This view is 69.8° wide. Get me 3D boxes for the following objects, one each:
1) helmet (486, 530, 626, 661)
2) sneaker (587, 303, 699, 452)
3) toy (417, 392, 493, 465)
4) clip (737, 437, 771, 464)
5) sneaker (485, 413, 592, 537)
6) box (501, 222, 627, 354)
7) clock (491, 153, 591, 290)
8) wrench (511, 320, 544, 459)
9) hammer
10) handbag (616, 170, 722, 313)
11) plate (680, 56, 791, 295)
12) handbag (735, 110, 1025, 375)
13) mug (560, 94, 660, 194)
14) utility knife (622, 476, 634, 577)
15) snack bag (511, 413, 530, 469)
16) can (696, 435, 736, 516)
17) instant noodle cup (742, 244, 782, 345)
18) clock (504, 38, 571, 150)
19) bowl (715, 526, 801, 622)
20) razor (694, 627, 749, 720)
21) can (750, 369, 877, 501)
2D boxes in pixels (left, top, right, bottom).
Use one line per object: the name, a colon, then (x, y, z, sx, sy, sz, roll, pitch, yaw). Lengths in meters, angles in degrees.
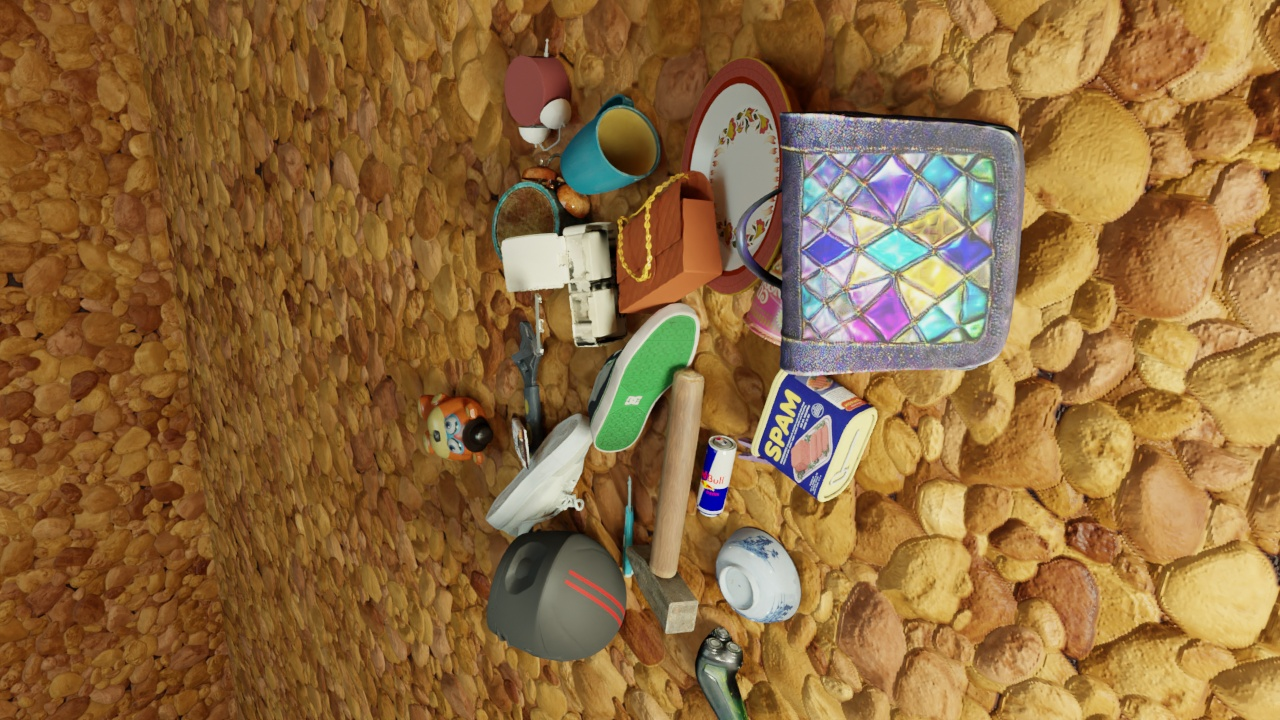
helmet: (-0.103, 0.317, 1.226, 0.170, 0.163, 0.265, 17, 152, 12)
sneaker: (-0.007, 0.007, 1.091, 0.236, 0.084, 0.079, -59, 38, 39)
toy: (-0.289, 0.106, 1.446, 0.176, 0.096, 0.112, 0, 103, 38)
clip: (0.128, 0.100, 1.012, 0.052, 0.013, 0.035, 9, 111, 45)
sneaker: (-0.118, 0.170, 1.277, 0.090, 0.089, 0.243, 35, 121, -10)
box: (-0.105, -0.082, 1.058, 0.107, 0.192, 0.143, -3, 96, 23)
clock: (-0.115, -0.181, 1.154, 0.121, 0.073, 0.158, 38, 114, 29)
wrench: (-0.154, 0.076, 1.324, 0.073, 0.022, 0.273, 16, 114, 52)
hammer: (0.038, 0.151, 1.087, 0.158, 0.037, 0.301, -134, 47, -62)
handbag: (0.019, -0.123, 0.988, 0.172, 0.060, 0.108, 154, 115, -65)
plate: (0.097, -0.179, 0.907, 0.230, 0.021, 0.230, 178, 90, -67)
handbag: (0.186, -0.097, 0.738, 0.222, 0.125, 0.205, 4, 106, 23)
mug: (-0.038, -0.246, 1.045, 0.104, 0.084, 0.112, -14, 64, 56)
utility knife: (-0.015, 0.220, 1.219, 0.022, 0.015, 0.152, -133, 42, -65)
snack bag: (-0.173, 0.114, 1.313, 0.158, 0.013, 0.057, -155, 57, -75)
can: (0.087, 0.134, 1.055, 0.032, 0.032, 0.095, 32, 125, 39)
instant noodle cup: (0.158, -0.074, 0.861, 0.098, 0.097, 0.109, 35, 120, 37)
clock: (-0.125, -0.324, 1.136, 0.087, 0.044, 0.124, -18, 89, 50)
bowl: (0.123, 0.251, 1.043, 0.114, 0.045, 0.114, 20, 117, 44)
razor: (0.109, 0.401, 1.113, 0.067, 0.053, 0.151, -17, 95, 34)
can: (0.173, 0.071, 0.916, 0.092, 0.056, 0.116, 38, 129, 34)
